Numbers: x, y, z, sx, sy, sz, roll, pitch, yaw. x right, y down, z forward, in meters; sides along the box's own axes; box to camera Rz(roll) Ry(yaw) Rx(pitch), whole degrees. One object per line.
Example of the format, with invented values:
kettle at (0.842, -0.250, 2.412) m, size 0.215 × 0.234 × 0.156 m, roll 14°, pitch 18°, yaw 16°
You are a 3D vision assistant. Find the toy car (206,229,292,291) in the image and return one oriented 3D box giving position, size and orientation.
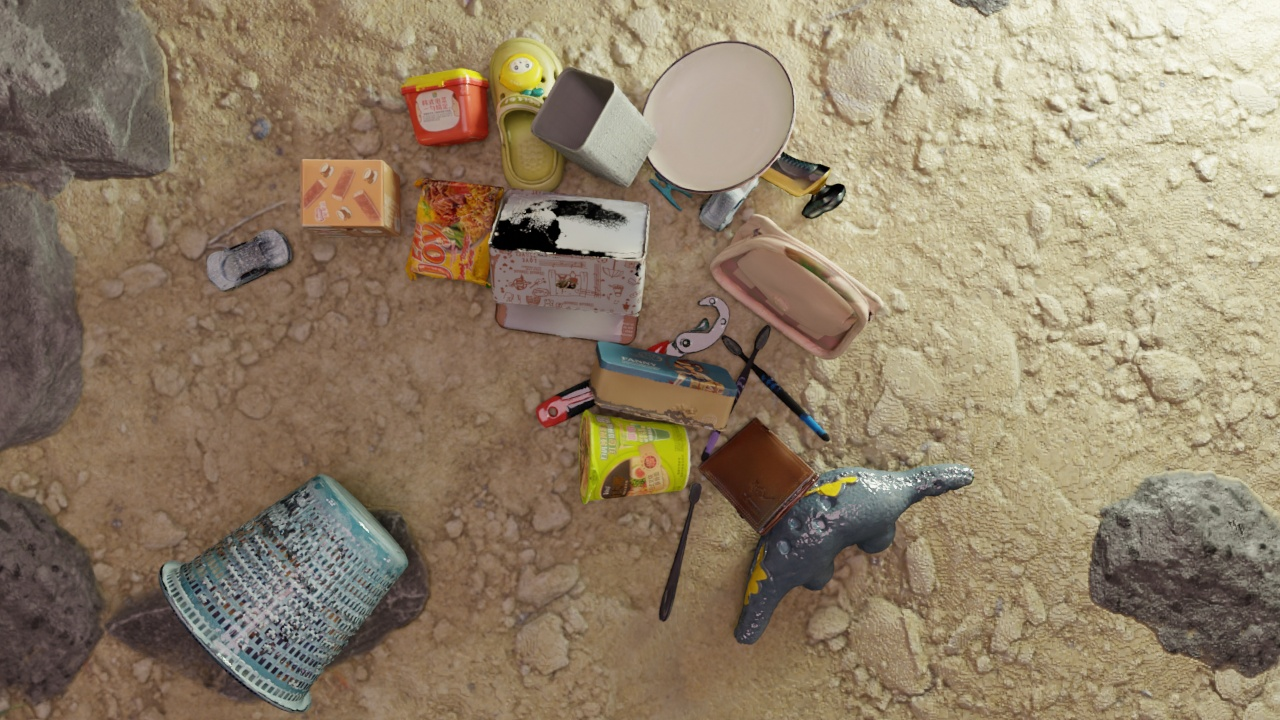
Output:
toy car at (-0.475, -0.121, 1.108) m, size 0.105 × 0.031 × 0.049 m, roll -25°, pitch 91°, yaw -1°

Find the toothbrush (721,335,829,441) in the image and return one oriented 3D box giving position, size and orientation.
toothbrush at (0.170, 0.036, 1.147) m, size 0.189 × 0.016 × 0.014 m, roll 45°, pitch 93°, yaw -3°

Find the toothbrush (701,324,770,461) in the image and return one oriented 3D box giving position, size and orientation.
toothbrush at (0.118, 0.042, 1.134) m, size 0.014 × 0.016 × 0.189 m, roll 24°, pitch 98°, yaw -5°

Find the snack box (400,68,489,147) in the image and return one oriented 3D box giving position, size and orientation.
snack box at (-0.228, -0.297, 1.089) m, size 0.091 × 0.081 × 0.080 m, roll -4°, pitch 99°, yaw 16°

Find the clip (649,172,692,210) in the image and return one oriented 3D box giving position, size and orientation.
clip at (0.035, -0.211, 1.138) m, size 0.056 × 0.014 × 0.040 m, roll 37°, pitch 88°, yaw -2°

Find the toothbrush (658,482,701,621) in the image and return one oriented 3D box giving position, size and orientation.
toothbrush at (0.049, 0.239, 1.145) m, size 0.015 × 0.018 × 0.181 m, roll 13°, pitch 92°, yaw -10°

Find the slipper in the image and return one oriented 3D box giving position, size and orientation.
slipper at (-0.132, -0.294, 1.097) m, size 0.091 × 0.081 × 0.190 m, roll -5°, pitch 94°, yaw -5°

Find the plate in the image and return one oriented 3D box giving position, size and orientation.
plate at (0.095, -0.286, 1.101) m, size 0.193 × 0.039 × 0.192 m, roll -5°, pitch 78°, yaw 22°

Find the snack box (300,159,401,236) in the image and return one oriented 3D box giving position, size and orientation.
snack box at (-0.339, -0.190, 1.081) m, size 0.094 × 0.093 × 0.077 m, roll 0°, pitch 90°, yaw -3°

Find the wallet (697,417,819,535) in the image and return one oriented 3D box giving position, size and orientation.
wallet at (0.141, 0.137, 1.108) m, size 0.101 × 0.032 × 0.124 m, roll -45°, pitch 50°, yaw 1°

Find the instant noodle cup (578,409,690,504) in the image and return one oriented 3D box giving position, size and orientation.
instant noodle cup at (-0.007, 0.115, 1.099) m, size 0.123 × 0.112 × 0.111 m, roll 1°, pitch 91°, yaw -10°

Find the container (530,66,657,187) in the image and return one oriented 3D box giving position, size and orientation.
container at (-0.049, -0.267, 1.074) m, size 0.090 × 0.114 × 0.090 m, roll 31°, pitch 91°, yaw 35°

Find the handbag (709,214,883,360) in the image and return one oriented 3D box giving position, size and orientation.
handbag at (0.187, -0.089, 1.036) m, size 0.193 × 0.234 × 0.093 m, roll 37°, pitch 87°, yaw -3°

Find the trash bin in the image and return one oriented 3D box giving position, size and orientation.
trash bin at (-0.383, 0.246, 1.041) m, size 0.194 × 0.227 × 0.226 m, roll -43°, pitch 92°, yaw -14°

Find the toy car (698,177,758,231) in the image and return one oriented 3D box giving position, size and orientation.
toy car at (0.107, -0.200, 1.123) m, size 0.043 × 0.034 × 0.091 m, roll 37°, pitch 109°, yaw 0°

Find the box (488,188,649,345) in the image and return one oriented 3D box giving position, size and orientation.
box at (-0.085, -0.097, 1.096) m, size 0.182 × 0.152 × 0.178 m, roll 6°, pitch 130°, yaw 1°

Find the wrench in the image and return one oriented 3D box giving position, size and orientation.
wrench at (-0.007, 0.007, 1.137) m, size 0.273 × 0.016 × 0.056 m, roll -31°, pitch 95°, yaw -2°

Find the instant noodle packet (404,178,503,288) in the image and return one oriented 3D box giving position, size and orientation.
instant noodle packet at (-0.228, -0.154, 1.113) m, size 0.111 × 0.044 × 0.128 m, roll 8°, pitch 91°, yaw 1°

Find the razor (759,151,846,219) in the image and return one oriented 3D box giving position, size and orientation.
razor at (0.172, -0.230, 1.129) m, size 0.167 × 0.062 × 0.068 m, roll 28°, pitch 120°, yaw 3°

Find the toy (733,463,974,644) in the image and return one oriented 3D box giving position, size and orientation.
toy at (0.237, 0.204, 1.116) m, size 0.356 × 0.091 × 0.138 m, roll -34°, pitch 103°, yaw 0°

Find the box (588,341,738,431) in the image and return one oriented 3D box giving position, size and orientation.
box at (0.019, 0.029, 1.090) m, size 0.184 × 0.089 × 0.061 m, roll 14°, pitch 106°, yaw -14°
